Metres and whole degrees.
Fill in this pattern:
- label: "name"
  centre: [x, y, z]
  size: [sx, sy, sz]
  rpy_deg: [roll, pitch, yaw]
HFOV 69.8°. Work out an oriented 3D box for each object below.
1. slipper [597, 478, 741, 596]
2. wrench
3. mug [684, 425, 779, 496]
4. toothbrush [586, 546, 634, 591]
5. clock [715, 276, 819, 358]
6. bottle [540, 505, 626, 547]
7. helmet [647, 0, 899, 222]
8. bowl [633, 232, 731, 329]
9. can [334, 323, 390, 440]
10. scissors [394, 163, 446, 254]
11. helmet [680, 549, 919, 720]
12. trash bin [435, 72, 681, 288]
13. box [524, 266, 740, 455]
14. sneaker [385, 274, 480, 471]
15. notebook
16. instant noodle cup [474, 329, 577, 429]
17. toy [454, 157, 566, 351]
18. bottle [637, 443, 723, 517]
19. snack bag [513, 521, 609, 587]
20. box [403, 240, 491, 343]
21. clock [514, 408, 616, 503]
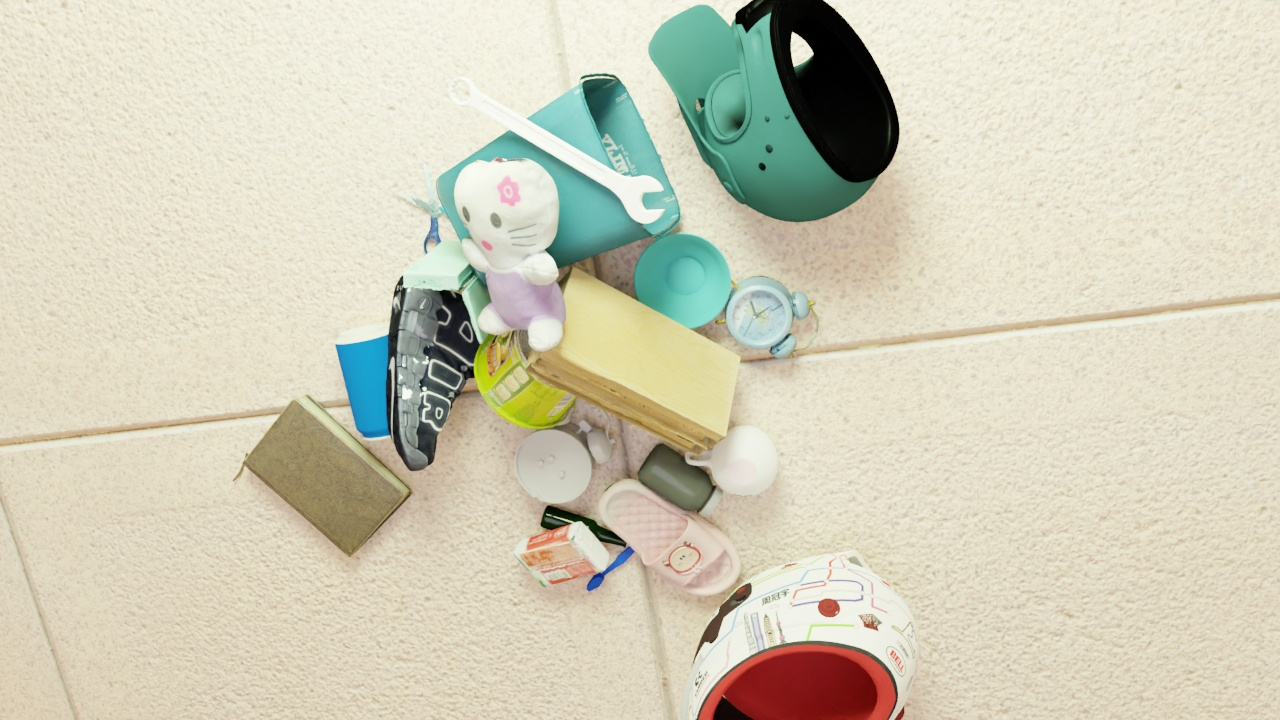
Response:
- label: "slipper"
  centre: [0.036, 0.245, 1.247]
  size: [0.221, 0.055, 0.107]
  rpy_deg: [38, 106, -9]
- label: "wrench"
  centre: [-0.090, -0.227, 0.974]
  size: [0.273, 0.009, 0.047]
  rpy_deg: [32, 117, 9]
- label: "mug"
  centre: [0.118, 0.131, 1.198]
  size: [0.124, 0.076, 0.090]
  rpy_deg: [3, 105, 8]
- label: "toothbrush"
  centre: [-0.011, 0.265, 1.288]
  size: [0.016, 0.011, 0.187]
  rpy_deg: [44, 107, -4]
- label: "clock"
  centre: [0.162, -0.054, 1.155]
  size: [0.124, 0.051, 0.089]
  rpy_deg: [21, 105, 3]
- label: "bottle"
  centre: [-0.077, 0.235, 1.280]
  size: [0.123, 0.033, 0.033]
  rpy_deg: [17, 107, 3]
- label: "helmet"
  centre: [0.144, -0.280, 1.023]
  size: [0.176, 0.201, 0.275]
  rpy_deg: [-48, 113, -26]
- label: "bowl"
  centre: [0.055, -0.104, 1.161]
  size: [0.121, 0.046, 0.121]
  rpy_deg: [2, 105, 8]
- label: "can"
  centre: [-0.359, 0.028, 1.244]
  size: [0.079, 0.078, 0.146]
  rpy_deg: [-7, 104, 11]
- label: "scissors"
  centre: [-0.270, -0.188, 1.206]
  size: [0.127, 0.014, 0.127]
  rpy_deg: [25, 109, 0]
- label: "helmet"
  centre: [0.197, 0.381, 1.169]
  size: [0.315, 0.235, 0.231]
  rpy_deg: [-32, 102, 7]
- label: "trash bin"
  centre: [-0.099, -0.202, 1.092]
  size: [0.219, 0.198, 0.196]
  rpy_deg: [-22, 100, 20]
- label: "box"
  centre: [-0.008, 0.007, 1.118]
  size: [0.249, 0.127, 0.092]
  rpy_deg: [26, 148, -18]
- label: "sneaker"
  centre: [-0.249, 0.017, 1.200]
  size: [0.150, 0.097, 0.252]
  rpy_deg: [2, 88, -25]
- label: "notebook"
  centre: [-0.466, 0.179, 1.325]
  size: [0.215, 0.034, 0.190]
  rpy_deg: [44, 108, -4]
- label: "instant noodle cup"
  centre: [-0.126, 0.004, 1.155]
  size: [0.146, 0.145, 0.098]
  rpy_deg: [45, 135, -5]
- label: "toy"
  centre: [-0.130, -0.119, 0.985]
  size: [0.138, 0.085, 0.209]
  rpy_deg: [19, 126, 39]
- label: "bottle"
  centre: [0.054, 0.162, 1.225]
  size: [0.108, 0.060, 0.060]
  rpy_deg: [34, 107, -1]
- label: "snack bag"
  centre: [-0.108, 0.269, 1.270]
  size: [0.116, 0.036, 0.077]
  rpy_deg: [-23, 117, 31]
- label: "box"
  centre: [-0.220, -0.090, 1.129]
  size: [0.078, 0.187, 0.113]
  rpy_deg: [-18, 110, 9]
- label: "clock"
  centre: [-0.103, 0.120, 1.238]
  size: [0.120, 0.061, 0.159]
  rpy_deg: [33, 108, -1]
